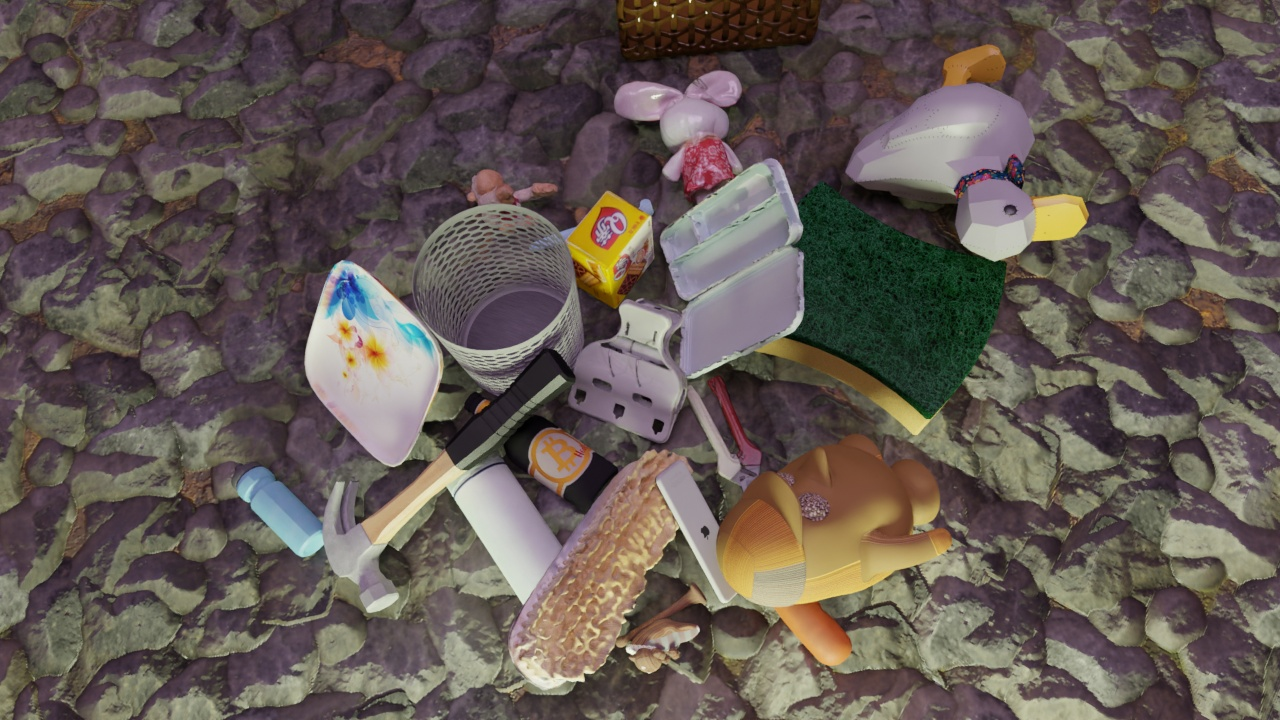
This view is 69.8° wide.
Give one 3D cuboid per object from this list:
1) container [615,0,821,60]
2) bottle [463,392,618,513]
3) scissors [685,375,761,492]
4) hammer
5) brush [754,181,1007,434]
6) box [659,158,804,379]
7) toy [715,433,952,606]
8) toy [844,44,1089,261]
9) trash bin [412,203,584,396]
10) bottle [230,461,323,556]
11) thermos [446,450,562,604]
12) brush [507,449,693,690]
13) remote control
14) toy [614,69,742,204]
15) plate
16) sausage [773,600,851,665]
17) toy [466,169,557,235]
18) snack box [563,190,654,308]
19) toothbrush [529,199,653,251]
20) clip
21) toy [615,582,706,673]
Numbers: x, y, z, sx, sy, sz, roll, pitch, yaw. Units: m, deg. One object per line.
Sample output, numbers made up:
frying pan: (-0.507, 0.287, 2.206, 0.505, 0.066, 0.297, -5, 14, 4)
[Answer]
container: (0.087, -0.530, 1.112, 0.251, 0.214, 0.219, -5, 70, 2)
bottle: (-0.113, 0.090, 0.982, 0.182, 0.059, 0.059, 32, 75, 14)
scissors: (0.110, 0.103, 0.988, 0.188, 0.015, 0.146, 32, 74, 12)
hammer: (-0.196, 0.108, 0.926, 0.329, 0.039, 0.131, -41, 70, 14)
brush: (0.249, -0.060, 1.005, 0.250, 0.075, 0.194, 27, 74, 13)
box: (0.096, -0.090, 0.968, 0.061, 0.210, 0.192, -4, 75, -32)
toy: (0.162, 0.153, 0.867, 0.203, 0.163, 0.199, -18, 26, -28)
toy: (0.353, -0.217, 1.007, 0.247, 0.141, 0.266, 3, 54, 21)
trash bin: (-0.138, -0.051, 0.968, 0.156, 0.183, 0.156, -1, 70, 3)
bottle: (-0.392, 0.155, 0.986, 0.130, 0.040, 0.040, 39, 77, 16)
thermos: (-0.124, 0.186, 0.944, 0.068, 0.068, 0.230, -35, 72, -9)
brush: (-0.030, 0.194, 0.889, 0.083, 0.057, 0.270, 46, 50, -10)
remote control: (0.062, 0.173, 0.929, 0.045, 0.008, 0.146, -31, 94, -46)
toy: (0.067, -0.257, 1.087, 0.159, 0.084, 0.194, -15, 76, -11)
plate: (-0.286, 0.003, 0.985, 0.187, 0.187, 0.016, 41, 33, 20)
sausage: (0.149, 0.234, 0.922, 0.039, 0.044, 0.164, -47, 70, 24)
toy: (-0.162, -0.196, 1.091, 0.106, 0.074, 0.085, 31, 41, 34)
snack box: (-0.033, -0.123, 1.029, 0.061, 0.106, 0.083, 33, 75, 14)
toothbrush: (-0.059, -0.159, 1.093, 0.155, 0.016, 0.022, -19, 103, -3)
clip: (-0.006, 0.005, 1.000, 0.125, 0.074, 0.144, 19, 98, 13)
toy: (0.026, 0.272, 0.918, 0.102, 0.041, 0.054, -32, 49, 0)
